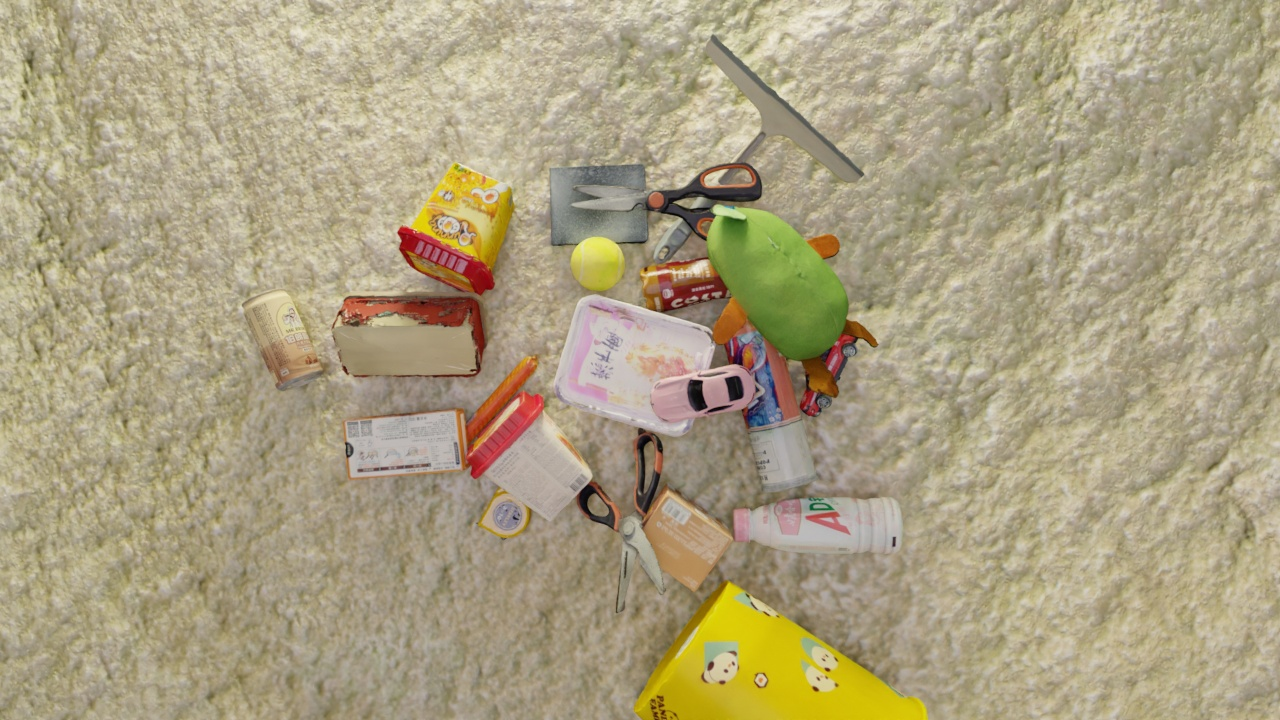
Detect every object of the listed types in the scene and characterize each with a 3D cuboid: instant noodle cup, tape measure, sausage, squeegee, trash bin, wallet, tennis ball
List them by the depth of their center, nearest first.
[{"bbox_3d":[0.148,0.399,1.036,0.255,0.229,0.229,37,91,7],"label":"trash bin"},{"bbox_3d":[-0.129,0.117,1.094,0.124,0.116,0.116,44,91,-10],"label":"instant noodle cup"},{"bbox_3d":[-0.212,-0.157,1.096,0.116,0.116,0.123,24,79,1],"label":"instant noodle cup"},{"bbox_3d":[-0.051,-0.117,1.108,0.065,0.065,0.065,0,90,1],"label":"tennis ball"},{"bbox_3d":[-0.007,0.006,1.110,0.173,0.060,0.138,16,91,3],"label":"instant noodle cup"},{"bbox_3d":[0.098,-0.214,1.118,0.246,0.039,0.247,39,97,-9],"label":"squeegee"},{"bbox_3d":[-0.164,0.189,1.131,0.057,0.029,0.060,29,91,2],"label":"tape measure"},{"bbox_3d":[-0.052,-0.191,1.133,0.121,0.019,0.097,-2,92,0],"label":"wallet"},{"bbox_3d":[-0.182,0.054,1.134,0.021,0.021,0.165,42,92,1],"label":"sausage"}]

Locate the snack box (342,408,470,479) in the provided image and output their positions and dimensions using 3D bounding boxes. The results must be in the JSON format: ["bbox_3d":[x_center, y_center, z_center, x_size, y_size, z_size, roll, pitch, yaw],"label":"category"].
[{"bbox_3d":[-0.287,0.102,1.123,0.154,0.026,0.075,-6,91,11],"label":"snack box"}]

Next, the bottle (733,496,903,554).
[{"bbox_3d":[0.210,0.199,1.103,0.197,0.068,0.068,-1,90,4],"label":"bottle"}]

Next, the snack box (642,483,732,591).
[{"bbox_3d":[0.047,0.208,1.092,0.093,0.094,0.077,35,91,1],"label":"snack box"}]

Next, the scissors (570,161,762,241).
[{"bbox_3d":[0.035,-0.202,1.092,0.234,0.021,0.160,27,92,-1],"label":"scissors"}]

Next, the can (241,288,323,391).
[{"bbox_3d":[-0.438,-0.025,1.123,0.058,0.058,0.116,-24,90,1],"label":"can"}]

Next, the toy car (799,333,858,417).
[{"bbox_3d":[0.224,0.010,1.109,0.045,0.053,0.120,24,88,3],"label":"toy car"}]

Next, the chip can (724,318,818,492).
[{"bbox_3d":[0.153,0.045,1.101,0.071,0.071,0.214,-14,89,1],"label":"chip can"}]

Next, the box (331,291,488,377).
[{"bbox_3d":[-0.273,-0.027,1.090,0.168,0.080,0.091,0,131,1],"label":"box"}]

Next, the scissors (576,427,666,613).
[{"bbox_3d":[-0.014,0.177,1.060,0.015,0.227,0.189,36,84,-41],"label":"scissors"}]

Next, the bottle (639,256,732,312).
[{"bbox_3d":[0.089,-0.100,1.108,0.175,0.057,0.057,-11,90,1],"label":"bottle"}]

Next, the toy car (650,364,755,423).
[{"bbox_3d":[0.072,0.039,1.062,0.122,0.037,0.056,-12,89,3],"label":"toy car"}]

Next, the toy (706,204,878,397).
[{"bbox_3d":[0.163,-0.078,1.036,0.226,0.090,0.246,-39,90,-34],"label":"toy"}]
